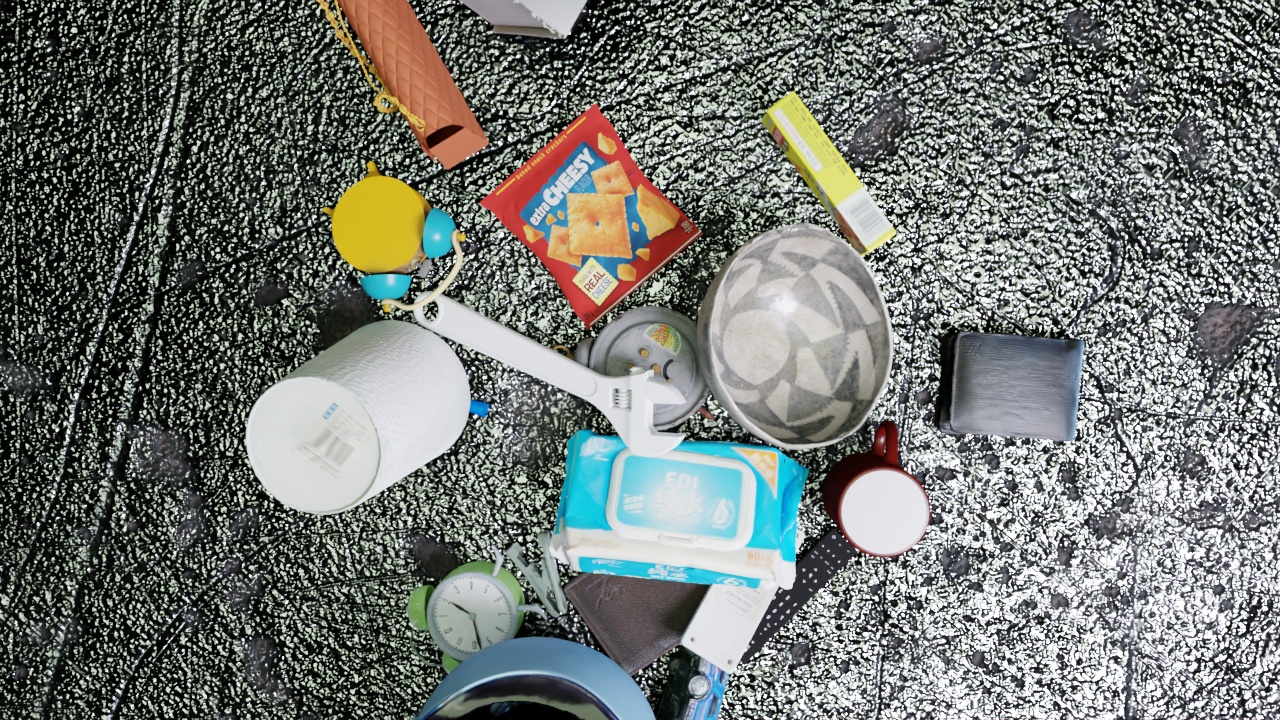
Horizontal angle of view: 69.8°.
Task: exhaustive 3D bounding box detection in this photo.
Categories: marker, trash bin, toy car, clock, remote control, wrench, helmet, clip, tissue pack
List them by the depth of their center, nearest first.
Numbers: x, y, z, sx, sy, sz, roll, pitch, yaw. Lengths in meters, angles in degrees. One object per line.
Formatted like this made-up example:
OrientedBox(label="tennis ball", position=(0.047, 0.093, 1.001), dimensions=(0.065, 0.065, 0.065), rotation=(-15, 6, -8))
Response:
OrientedBox(label="trash bin", position=(-0.224, 0.046, 0.734), dimensions=(0.133, 0.161, 0.133), rotation=(2, 102, 7))
OrientedBox(label="helmet", position=(-0.081, 0.346, 0.743), dimensions=(0.225, 0.166, 0.266), rotation=(11, 101, 5))
OrientedBox(label="tissue pack", position=(0.035, 0.124, 0.765), dimensions=(0.209, 0.066, 0.116), rotation=(7, 63, 2))
OrientedBox(label="wrench", position=(-0.082, 0.002, 0.771), dimensions=(0.273, 0.018, 0.066), rotation=(25, 105, 19))
OrientedBox(label="clock", position=(-0.005, 0.005, 0.783), dimensions=(0.148, 0.056, 0.104), rotation=(6, 92, 1))
OrientedBox(label="remote control", position=(0.088, 0.194, 0.784), dimensions=(0.050, 0.011, 0.135), rotation=(31, 73, 2))
OrientedBox(label="toy car", position=(0.041, 0.303, 0.791), dimensions=(0.043, 0.056, 0.120), rotation=(21, 88, -21))
OrientedBox(label="clock", position=(-0.215, -0.106, 0.800), dimensions=(0.099, 0.043, 0.129), rotation=(-43, 82, 4))
OrientedBox(label="remote control", position=(0.130, 0.206, 0.804), dimensions=(0.030, 0.009, 0.140), rotation=(44, 94, 1))
OrientedBox(label="clock", position=(-0.149, 0.225, 0.806), dimensions=(0.119, 0.042, 0.094), rotation=(-35, 89, 4))
OrientedBox(label="clip", position=(-0.086, 0.191, 0.811), dimensions=(0.057, 0.023, 0.076), rotation=(-26, 88, 6))
OrientedBox(label="marker", position=(-0.204, 0.025, 0.818), dimensions=(0.142, 0.013, 0.013), rotation=(17, 93, 3))

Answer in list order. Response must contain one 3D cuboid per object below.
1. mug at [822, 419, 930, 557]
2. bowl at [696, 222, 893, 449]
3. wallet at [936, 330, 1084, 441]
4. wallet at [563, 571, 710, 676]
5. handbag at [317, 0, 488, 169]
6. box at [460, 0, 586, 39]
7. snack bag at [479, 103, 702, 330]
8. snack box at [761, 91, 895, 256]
OrientedBox(label="mug", position=(0.197, 0.102, 0.760), dimensions=(0.073, 0.082, 0.105), rotation=(13, 93, 3))
OrientedBox(label="bowl", position=(0.115, -0.016, 0.754), dimensions=(0.178, 0.081, 0.178), rotation=(2, 84, -25))
OrientedBox(label="wallet", position=(0.314, 0.022, 0.779), dimensions=(0.115, 0.026, 0.089), rotation=(3, 91, 3))
OrientedBox(label="wallet", position=(0.007, 0.205, 0.803), dimensions=(0.120, 0.031, 0.099), rotation=(-34, 86, 5))
OrientedBox(label="handbag", position=(-0.204, -0.249, 0.759), dimensions=(0.060, 0.109, 0.172), rotation=(-30, 90, 4))
OrientedBox(label="box", position=(-0.091, -0.348, 0.630), dimensions=(0.161, 0.338, 0.167), rotation=(31, 93, 12))
OrientedBox(label="snack bag", position=(-0.042, -0.123, 0.789), dimensions=(0.131, 0.039, 0.144), rotation=(-40, 89, 4))
OrientedBox(label="snack box", position=(0.158, -0.156, 0.775), dimensions=(0.029, 0.040, 0.148), rotation=(-36, 90, 3))
